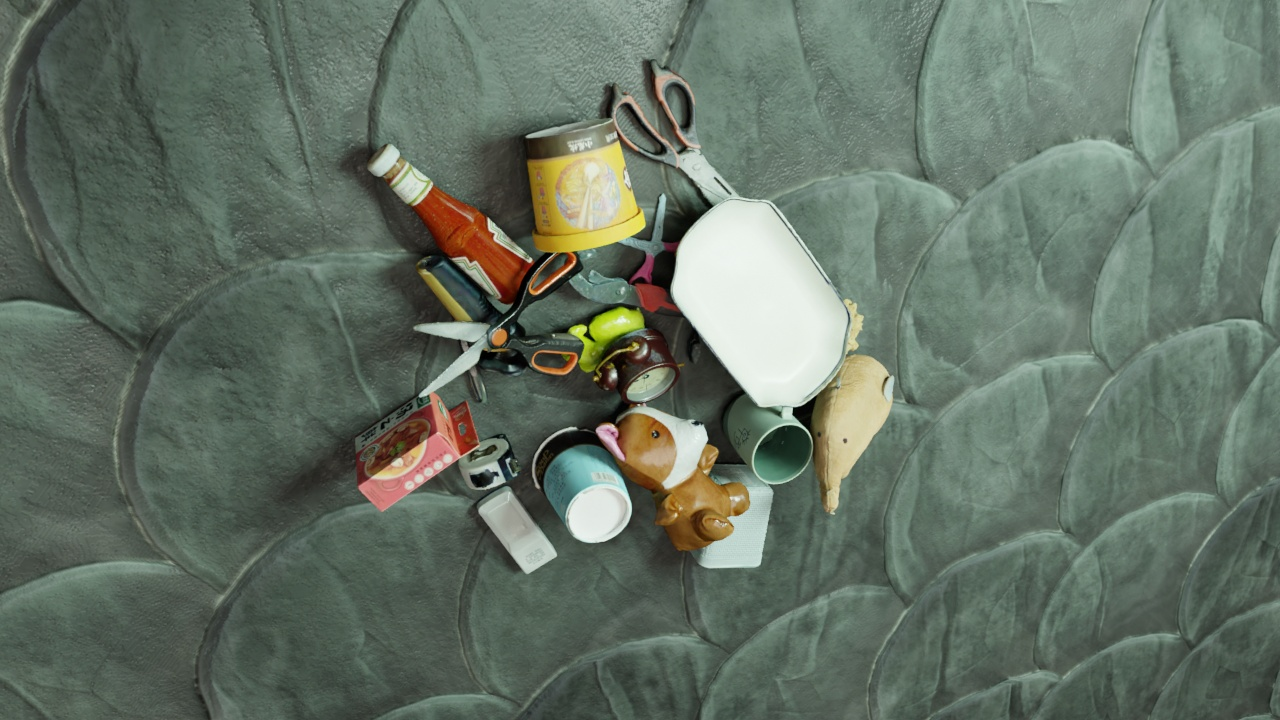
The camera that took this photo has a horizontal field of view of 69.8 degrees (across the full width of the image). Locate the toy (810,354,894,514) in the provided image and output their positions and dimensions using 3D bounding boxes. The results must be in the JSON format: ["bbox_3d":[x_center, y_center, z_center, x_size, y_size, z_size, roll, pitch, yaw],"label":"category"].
[{"bbox_3d":[0.252,0.085,1.143,0.225,0.083,0.143,-50,130,-42],"label":"toy"}]

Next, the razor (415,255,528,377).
[{"bbox_3d":[-0.181,-0.048,0.990,0.068,0.062,0.167,-27,126,16],"label":"razor"}]

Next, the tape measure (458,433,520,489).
[{"bbox_3d":[-0.178,0.120,1.072,0.066,0.066,0.033,-23,115,-10],"label":"tape measure"}]

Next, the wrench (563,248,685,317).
[{"bbox_3d":[0.040,-0.070,1.054,0.273,0.016,0.056,15,113,-20],"label":"wrench"}]

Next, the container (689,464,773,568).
[{"bbox_3d":[0.114,0.199,1.199,0.090,0.090,0.111,3,109,-21],"label":"container"}]

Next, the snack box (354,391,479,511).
[{"bbox_3d":[-0.247,0.089,1.006,0.127,0.113,0.044,-34,119,-2],"label":"snack box"}]

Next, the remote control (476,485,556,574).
[{"bbox_3d":[-0.155,0.213,1.148,0.049,0.024,0.125,-31,121,-2],"label":"remote control"}]

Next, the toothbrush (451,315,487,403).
[{"bbox_3d":[-0.200,-0.027,1.025,0.015,0.018,0.181,-20,120,-13],"label":"toothbrush"}]

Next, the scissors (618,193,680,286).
[{"bbox_3d":[0.019,-0.123,1.051,0.133,0.017,0.135,11,105,-15],"label":"scissors"}]

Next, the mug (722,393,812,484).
[{"bbox_3d":[0.158,0.079,1.144,0.082,0.106,0.112,3,113,-19],"label":"mug"}]

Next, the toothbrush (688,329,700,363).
[{"bbox_3d":[0.074,-0.078,1.073,0.014,0.016,0.189,1,120,-11],"label":"toothbrush"}]

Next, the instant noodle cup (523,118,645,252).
[{"bbox_3d":[-0.063,-0.183,0.945,0.118,0.118,0.114,-16,110,-12],"label":"instant noodle cup"}]

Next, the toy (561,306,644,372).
[{"bbox_3d":[-0.039,-0.026,1.069,0.100,0.031,0.096,-47,131,13],"label":"toy"}]

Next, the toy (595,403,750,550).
[{"bbox_3d":[0.040,0.127,1.083,0.199,0.139,0.131,48,114,3],"label":"toy"}]

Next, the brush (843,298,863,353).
[{"bbox_3d":[0.165,-0.062,1.123,0.254,0.045,0.083,16,119,-20],"label":"brush"}]

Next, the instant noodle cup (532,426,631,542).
[{"bbox_3d":[-0.065,0.155,1.095,0.111,0.120,0.111,-7,116,-16],"label":"instant noodle cup"}]

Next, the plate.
[{"bbox_3d":[0.136,-0.064,1.054,0.162,0.034,0.266,-45,115,-6],"label":"plate"}]

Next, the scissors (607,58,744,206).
[{"bbox_3d":[0.059,-0.236,1.014,0.204,0.015,0.199,-1,114,-19],"label":"scissors"}]

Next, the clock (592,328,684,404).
[{"bbox_3d":[-0.006,0.006,1.052,0.082,0.055,0.121,-41,149,22],"label":"clock"}]

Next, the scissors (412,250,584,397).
[{"bbox_3d":[-0.135,-0.037,0.964,0.220,0.022,0.227,32,87,-50],"label":"scissors"}]

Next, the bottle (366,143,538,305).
[{"bbox_3d":[-0.193,-0.141,0.949,0.060,0.059,0.206,-44,119,4],"label":"bottle"}]
